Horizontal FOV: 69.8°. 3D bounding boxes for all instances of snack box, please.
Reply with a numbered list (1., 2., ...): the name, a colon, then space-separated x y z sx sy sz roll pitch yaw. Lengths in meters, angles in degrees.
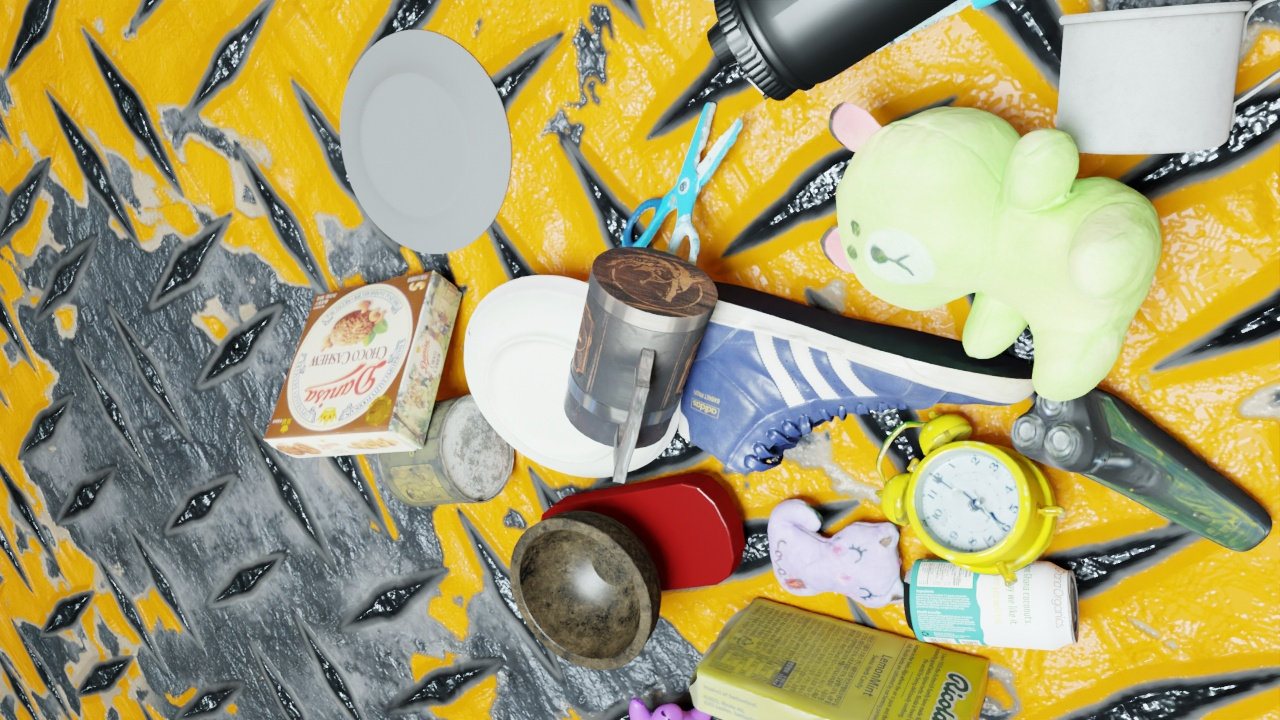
1. snack box: -0.230 0.005 0.765 0.143 0.041 0.146 -6 60 30
2. snack box: 0.136 0.227 0.634 0.181 0.121 0.045 10 109 27

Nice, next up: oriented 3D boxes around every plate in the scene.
1. plate: -0.060 0.023 0.699 0.182 0.034 0.183 12 126 17
2. plate: -0.182 -0.175 0.747 0.179 0.012 0.178 9 110 27

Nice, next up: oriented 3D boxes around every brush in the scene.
1. brush: 0.002 0.137 0.726 0.174 0.041 0.082 -15 98 32

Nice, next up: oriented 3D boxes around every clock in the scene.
1. clock: 0.203 0.084 0.581 0.119 0.057 0.083 39 102 39

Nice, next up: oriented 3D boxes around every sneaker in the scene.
1. sneaker: 0.122 0.034 0.597 0.233 0.091 0.118 17 108 24

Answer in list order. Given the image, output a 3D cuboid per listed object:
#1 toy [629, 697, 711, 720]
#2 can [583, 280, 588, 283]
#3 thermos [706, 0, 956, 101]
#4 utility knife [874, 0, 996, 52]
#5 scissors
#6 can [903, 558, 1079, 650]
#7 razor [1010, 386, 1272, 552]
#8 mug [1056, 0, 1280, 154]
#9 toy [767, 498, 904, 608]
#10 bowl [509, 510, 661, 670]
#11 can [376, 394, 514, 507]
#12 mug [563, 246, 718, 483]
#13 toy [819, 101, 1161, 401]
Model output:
1. toy: 0.028 0.315 0.761 0.106 0.055 0.088 45 125 -2
2. can: -0.044 -0.039 0.698 0.080 0.038 0.038 -17 97 32
3. thermos: 0.126 -0.221 0.519 0.199 0.085 0.086 -26 92 32
4. utility knife: 0.208 -0.214 0.519 0.167 0.015 0.022 -22 95 35
5. scissors: 0.024 -0.117 0.638 0.118 0.013 0.140 19 96 57
6. can: 0.228 0.158 0.599 0.102 0.054 0.055 -6 102 30
7. razor: 0.291 0.067 0.532 0.151 0.067 0.054 33 123 7
8. mug: 0.272 -0.145 0.465 0.113 0.084 0.070 4 109 22
9. toy: 0.137 0.136 0.654 0.100 0.036 0.080 -4 104 31
10. bowl: -0.033 0.165 0.694 0.121 0.056 0.121 9 109 27
11. can: -0.163 0.077 0.770 0.075 0.089 0.090 -9 101 31
12. mug: -0.003 0.003 0.579 0.080 0.115 0.107 11 125 -8
13. toy: 0.190 -0.073 0.510 0.197 0.107 0.150 49 163 38
